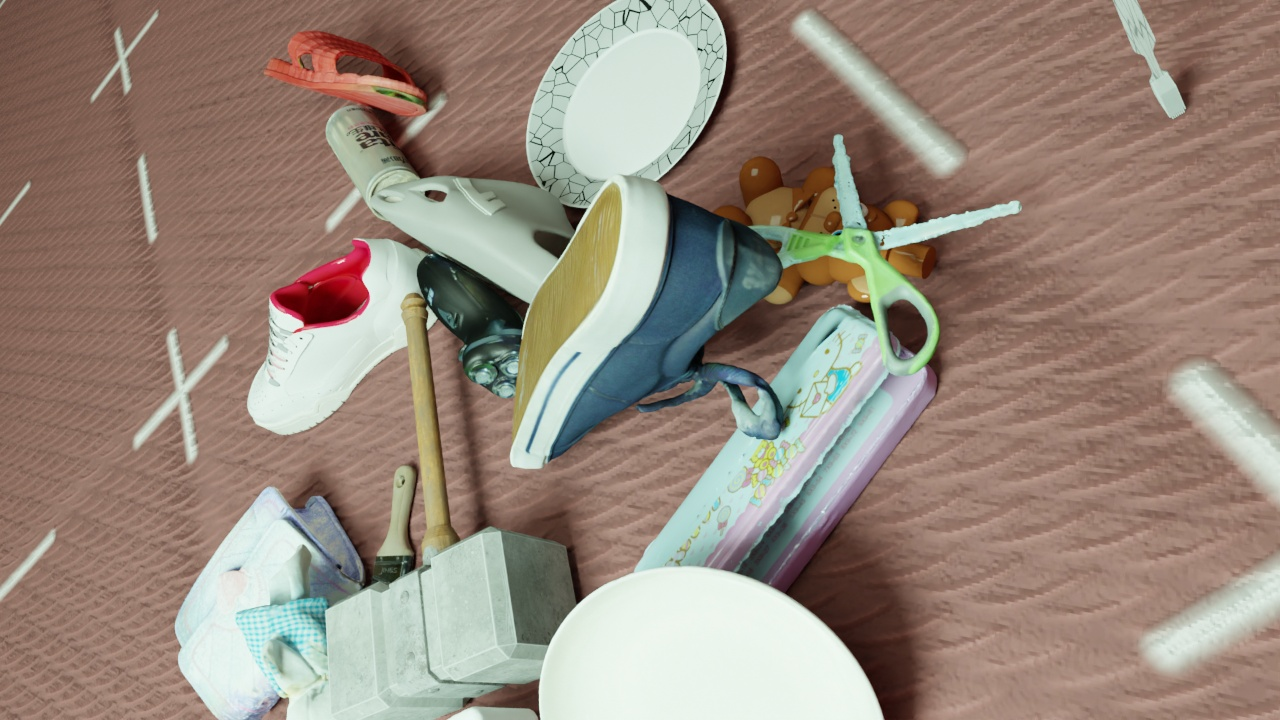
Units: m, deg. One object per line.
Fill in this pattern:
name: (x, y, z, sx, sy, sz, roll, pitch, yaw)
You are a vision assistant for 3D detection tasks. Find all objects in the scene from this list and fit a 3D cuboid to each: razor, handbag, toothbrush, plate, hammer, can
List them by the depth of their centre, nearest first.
toothbrush: (0.225, -0.152, 0.416, 0.010, 0.181, 0.010, -32, 59, 29)
plate: (0.037, 0.186, 0.480, 0.182, 0.034, 0.182, 4, 104, 17)
hammer: (-0.151, 0.082, 0.668, 0.163, 0.083, 0.317, -29, 58, 25)
razor: (-0.132, -0.030, 0.701, 0.140, 0.063, 0.053, 43, 131, 26)
plate: (-0.012, -0.203, 0.717, 0.189, 0.016, 0.188, -14, 65, 32)
handbag: (-0.305, 0.198, 0.750, 0.158, 0.069, 0.126, -52, 53, 5)
can: (-0.252, -0.189, 0.865, 0.054, 0.054, 0.135, -48, 51, 11)

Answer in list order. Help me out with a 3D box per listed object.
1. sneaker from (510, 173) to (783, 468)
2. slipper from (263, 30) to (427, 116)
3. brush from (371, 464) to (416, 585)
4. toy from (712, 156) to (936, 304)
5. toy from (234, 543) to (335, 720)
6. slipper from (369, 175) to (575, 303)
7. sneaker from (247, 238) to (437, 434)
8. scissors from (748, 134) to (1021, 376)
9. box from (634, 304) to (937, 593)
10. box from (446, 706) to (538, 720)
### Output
sneaker: (-0.003, 0.003, 0.555, 0.295, 0.127, 0.120, 134, 143, -58)
slipper: (-0.295, -0.288, 0.905, 0.249, 0.103, 0.059, 23, 101, 42)
brush: (-0.193, 0.155, 0.717, 0.039, 0.012, 0.151, -9, 68, 34)
toy: (0.110, -0.076, 0.550, 0.128, 0.065, 0.094, 20, 77, 34)
toy: (-0.230, 0.236, 0.668, 0.105, 0.131, 0.205, -7, 75, -12)
slipper: (-0.111, -0.106, 0.707, 0.266, 0.113, 0.080, 25, 77, 45)
sneaker: (-0.284, -0.025, 0.794, 0.237, 0.104, 0.090, -33, 56, 23)
scissors: (0.120, -0.064, 0.503, 0.172, 0.021, 0.171, -15, 53, 13)
box: (0.076, 0.068, 0.528, 0.214, 0.065, 0.078, -55, 38, 7)
box: (-0.091, 0.287, 0.579, 0.103, 0.091, 0.107, -41, 48, 27)
